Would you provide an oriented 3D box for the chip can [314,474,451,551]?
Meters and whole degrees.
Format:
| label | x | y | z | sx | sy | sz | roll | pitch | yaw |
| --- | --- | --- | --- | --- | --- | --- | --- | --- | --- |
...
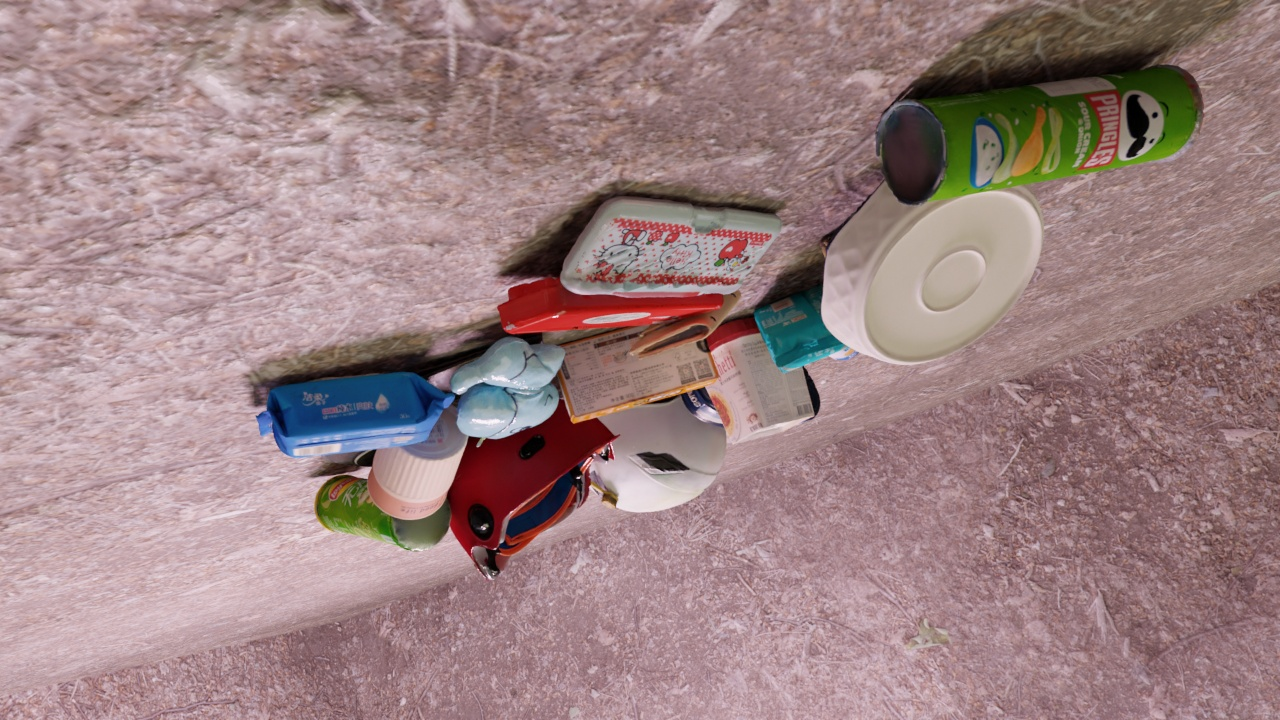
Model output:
| label | x | y | z | sx | sy | sz | roll | pitch | yaw |
| --- | --- | --- | --- | --- | --- | --- | --- | --- | --- |
| chip can | -0.294 | 0.170 | 1.038 | 0.072 | 0.072 | 0.222 | -7 | -178 | -40 |

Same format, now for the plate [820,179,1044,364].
| label | x | y | z | sx | sy | sz | roll | pitch | yaw |
| --- | --- | --- | --- | --- | --- | --- | --- | --- | --- |
| plate | 0.250 | -0.077 | 0.771 | 0.204 | 0.045 | 0.205 | -14 | 132 | -16 |

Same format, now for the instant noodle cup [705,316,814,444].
| label | x | y | z | sx | sy | sz | roll | pitch | yaw |
| --- | --- | --- | --- | --- | --- | --- | --- | --- | --- |
| instant noodle cup | 0.132 | 0.023 | 1.052 | 0.116 | 0.124 | 0.117 | -10 | 164 | -29 |

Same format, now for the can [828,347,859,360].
| label | x | y | z | sx | sy | sz | roll | pitch | yaw |
| --- | --- | --- | --- | --- | --- | --- | --- | --- | --- |
| can | 0.235 | -0.033 | 1.120 | 0.053 | 0.053 | 0.134 | -23 | 166 | 19 |

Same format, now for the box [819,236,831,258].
| label | x | y | z | sx | sy | sz | roll | pitch | yaw |
| --- | --- | --- | --- | --- | --- | --- | --- | --- | --- |
| box | 0.241 | -0.090 | 0.890 | 0.090 | 0.062 | 0.184 | -24 | 164 | 25 |

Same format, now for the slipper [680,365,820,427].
| label | x | y | z | sx | sy | sz | roll | pitch | yaw |
| --- | --- | --- | --- | --- | --- | --- | --- | --- | --- |
| slipper | 0.143 | 0.053 | 1.225 | 0.252 | 0.105 | 0.095 | -1 | 151 | -45 |

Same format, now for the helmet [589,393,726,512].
| label | x | y | z | sx | sy | sz | roll | pitch | yaw |
| --- | --- | --- | --- | --- | --- | --- | --- | --- | --- |
| helmet | 0.018 | 0.143 | 1.333 | 0.230 | 0.145 | 0.258 | -25 | 165 | 26 |

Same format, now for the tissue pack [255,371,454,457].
| label | x | y | z | sx | sy | sz | roll | pitch | yaw |
| --- | --- | --- | --- | --- | --- | --- | --- | --- | --- |
| tissue pack | -0.243 | 0.045 | 0.783 | 0.157 | 0.052 | 0.095 | -5 | 165 | -22 |

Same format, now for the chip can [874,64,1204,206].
| label | x | y | z | sx | sy | sz | roll | pitch | yaw |
| --- | --- | --- | --- | --- | --- | --- | --- | --- | --- |
| chip can | 0.280 | -0.160 | 0.642 | 0.235 | 0.072 | 0.072 | -13 | 165 | -21 |

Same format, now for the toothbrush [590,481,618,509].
| label | x | y | z | sx | sy | sz | roll | pitch | yaw |
| --- | --- | --- | --- | --- | --- | --- | --- | --- | --- |
| toothbrush | -0.097 | 0.146 | 1.227 | 0.016 | 0.016 | 0.190 | -24 | 127 | 38 |

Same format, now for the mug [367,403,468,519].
| label | x | y | z | sx | sy | sz | roll | pitch | yaw |
| --- | --- | --- | --- | --- | --- | --- | --- | --- | --- |
| mug | -0.213 | 0.090 | 0.927 | 0.114 | 0.081 | 0.106 | -36 | 163 | -44 |

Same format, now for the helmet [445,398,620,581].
| label | x | y | z | sx | sy | sz | roll | pitch | yaw |
| --- | --- | --- | --- | --- | --- | --- | --- | --- | --- |
| helmet | -0.137 | 0.119 | 1.041 | 0.206 | 0.144 | 0.241 | -34 | 164 | -42 |

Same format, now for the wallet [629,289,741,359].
| label | x | y | z | sx | sy | sz | roll | pitch | yaw |
| --- | --- | --- | --- | --- | --- | --- | --- | --- | --- |
| wallet | 0.041 | -0.033 | 0.846 | 0.087 | 0.024 | 0.115 | -17 | -166 | 25 |

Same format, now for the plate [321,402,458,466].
| label | x | y | z | sx | sy | sz | roll | pitch | yaw |
| --- | --- | --- | --- | --- | --- | --- | --- | --- | --- |
| plate | -0.260 | 0.089 | 1.012 | 0.179 | 0.024 | 0.179 | -17 | 167 | -4 |

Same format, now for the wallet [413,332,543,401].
| label | x | y | z | sx | sy | sz | roll | pitch | yaw |
| --- | --- | --- | --- | --- | --- | --- | --- | --- | --- |
| wallet | -0.147 | 0.009 | 0.860 | 0.122 | 0.020 | 0.096 | -19 | 167 | -9 |

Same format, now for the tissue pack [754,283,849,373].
| label | x | y | z | sx | sy | sz | roll | pitch | yaw |
| --- | --- | --- | --- | --- | --- | --- | --- | --- | --- |
| tissue pack | 0.172 | -0.034 | 0.941 | 0.093 | 0.050 | 0.133 | -21 | -165 | 7 |

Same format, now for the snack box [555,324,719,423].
| label | x | y | z | sx | sy | sz | roll | pitch | yaw |
| --- | --- | --- | --- | --- | --- | --- | --- | --- | --- |
| snack box | -0.005 | 0.005 | 0.905 | 0.153 | 0.075 | 0.026 | -15 | 165 | -13 |

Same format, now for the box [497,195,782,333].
| label | x | y | z | sx | sy | sz | roll | pitch | yaw |
| --- | --- | --- | --- | --- | --- | --- | --- | --- | --- |
| box | 0.006 | -0.065 | 0.704 | 0.200 | 0.059 | 0.162 | -5 | 158 | -46 |

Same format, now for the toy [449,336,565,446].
| label | x | y | z | sx | sy | sz | roll | pitch | yaw |
| --- | --- | --- | --- | --- | --- | --- | --- | --- | --- |
| toy | -0.123 | 0.032 | 0.844 | 0.157 | 0.049 | 0.161 | -39 | 154 | 30 |
